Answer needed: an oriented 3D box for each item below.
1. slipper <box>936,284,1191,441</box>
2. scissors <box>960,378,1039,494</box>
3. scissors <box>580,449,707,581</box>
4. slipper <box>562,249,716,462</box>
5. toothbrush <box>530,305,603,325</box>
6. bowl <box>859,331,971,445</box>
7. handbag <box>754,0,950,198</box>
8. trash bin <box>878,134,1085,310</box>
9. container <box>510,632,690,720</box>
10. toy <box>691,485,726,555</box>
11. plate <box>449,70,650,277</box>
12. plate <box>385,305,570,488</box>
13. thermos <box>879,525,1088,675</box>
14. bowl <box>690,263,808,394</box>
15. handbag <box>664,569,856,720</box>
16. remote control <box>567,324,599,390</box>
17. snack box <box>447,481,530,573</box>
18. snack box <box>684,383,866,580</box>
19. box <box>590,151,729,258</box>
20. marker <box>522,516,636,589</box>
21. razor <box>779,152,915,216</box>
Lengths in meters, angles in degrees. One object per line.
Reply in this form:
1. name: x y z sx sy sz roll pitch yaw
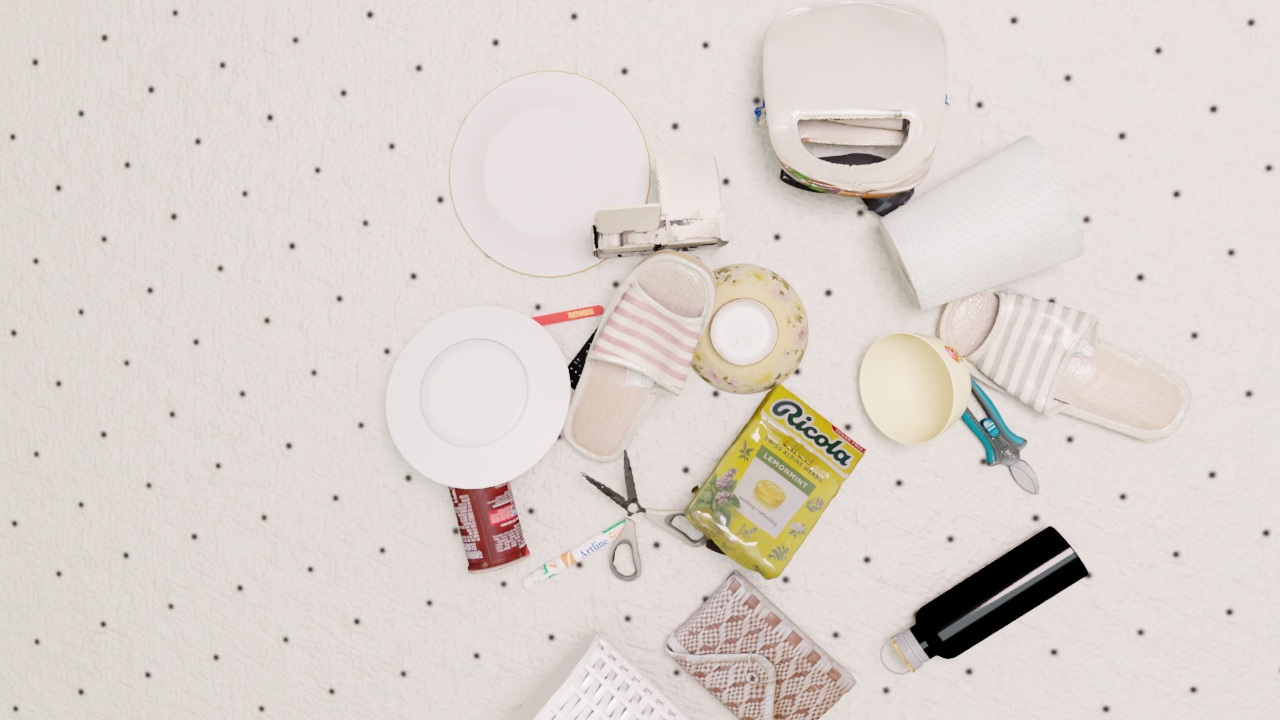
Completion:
1. slipper: 0.446 0.004 0.964 0.272 0.054 0.114 27 101 3
2. scissors: 0.378 0.085 0.991 0.139 0.019 0.136 4 97 5
3. scissors: 0.001 0.179 1.023 0.171 0.012 0.158 16 107 -9
4. slipper: -0.006 0.006 0.977 0.115 0.052 0.263 30 115 3
5. toothbrush: -0.146 -0.039 1.040 0.212 0.018 0.012 -10 92 7
6. bowl: 0.300 0.024 0.962 0.073 0.118 0.118 -11 93 -36
7. handbag: 0.218 -0.256 0.940 0.201 0.093 0.199 3 77 6
8. trash bin: 0.339 -0.131 0.930 0.161 0.133 0.133 -25 91 12
9. container: -0.039 0.422 0.973 0.187 0.189 0.189 42 97 3
10. toy: 0.093 0.175 1.003 0.076 0.062 0.100 -38 108 24
11. plate: -0.103 -0.208 1.023 0.230 0.021 0.230 0 94 6
12. plate: -0.181 0.036 1.007 0.209 0.015 0.208 -2 73 6
13. thermos: 0.359 0.266 0.983 0.231 0.061 0.061 -35 89 7
14. bowl: 0.112 -0.032 0.989 0.145 0.063 0.145 0 95 5
15. handbag: 0.132 0.339 1.020 0.186 0.047 0.124 42 96 2
16. remote control: -0.038 -0.027 1.033 0.030 0.009 0.140 38 97 3
17. snack box: -0.173 0.170 1.031 0.072 0.072 0.121 -14 91 7
18. snack box: 0.141 0.129 0.972 0.121 0.045 0.180 38 71 3
19. box: 0.018 -0.164 0.929 0.143 0.184 0.099 -5 92 -2
20. marker: -0.071 0.220 1.049 0.145 0.017 0.017 -31 90 7
21. razor: 0.219 -0.188 0.978 0.140 0.052 0.064 7 119 10
